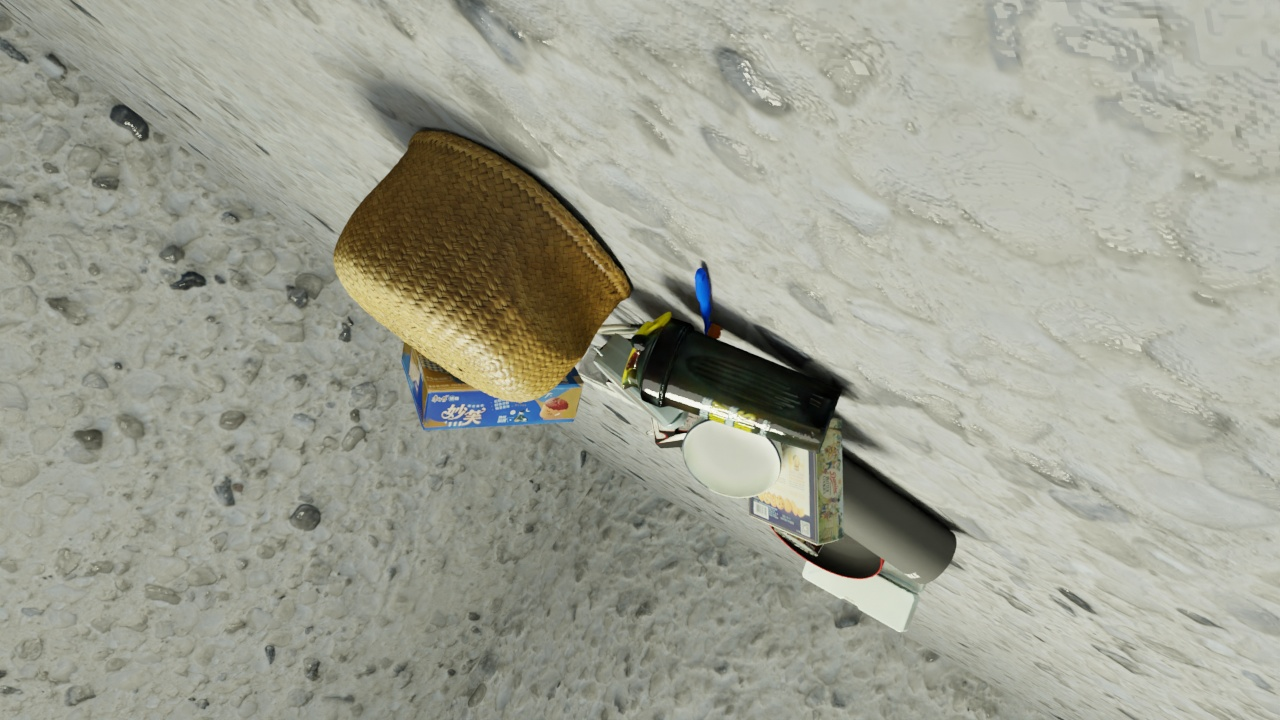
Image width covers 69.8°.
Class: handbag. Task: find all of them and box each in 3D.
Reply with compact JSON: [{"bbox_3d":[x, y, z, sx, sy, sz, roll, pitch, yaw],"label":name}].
[{"bbox_3d":[0.005,0.036,1.387,0.195,0.072,0.138,24,175,42],"label":"handbag"}]

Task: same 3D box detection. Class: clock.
[{"bbox_3d":[0.005,0.030,1.098,0.122,0.045,0.159,39,173,33],"label":"clock"},{"bbox_3d":[0.091,0.087,1.226,0.154,0.065,0.115,-7,164,-14],"label":"clock"}]

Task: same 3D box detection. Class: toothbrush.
[{"bbox_3d":[0.068,-0.054,0.921,0.018,0.016,0.182,25,168,14],"label":"toothbrush"}]

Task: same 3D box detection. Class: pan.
[{"bbox_3d":[0.251,0.201,1.385,0.209,0.067,0.356,6,135,47],"label":"pan"}]

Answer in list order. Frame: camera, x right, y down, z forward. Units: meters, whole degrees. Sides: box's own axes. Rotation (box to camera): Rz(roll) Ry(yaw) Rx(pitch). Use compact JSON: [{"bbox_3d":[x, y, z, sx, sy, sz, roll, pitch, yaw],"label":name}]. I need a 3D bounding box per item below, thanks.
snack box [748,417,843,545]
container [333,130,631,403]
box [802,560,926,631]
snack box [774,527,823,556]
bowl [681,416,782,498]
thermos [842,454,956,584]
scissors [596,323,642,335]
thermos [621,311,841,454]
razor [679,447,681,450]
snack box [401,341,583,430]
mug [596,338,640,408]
[{"bbox_3d":[0.182,0.131,1.097,0.042,0.145,0.144,-5,-172,-26],"label":"snack box"},{"bbox_3d":[-0.189,-0.094,1.036,0.307,0.196,0.307,34,169,7],"label":"container"},{"bbox_3d":[0.363,0.332,1.473,0.197,0.134,0.040,24,-176,42],"label":"box"},{"bbox_3d":[0.244,0.200,1.264,0.072,0.121,0.072,33,170,6],"label":"snack box"},{"bbox_3d":[0.113,0.098,1.084,0.118,0.062,0.118,11,126,15],"label":"bowl"},{"bbox_3d":[0.290,0.191,1.194,0.240,0.082,0.082,35,170,-8],"label":"thermos"},{"bbox_3d":[-0.078,-0.039,1.204,0.171,0.012,0.121,-3,175,11],"label":"scissors"},{"bbox_3d":[0.093,0.024,0.955,0.221,0.098,0.098,20,167,13],"label":"thermos"},{"bbox_3d":[0.115,0.142,1.559,0.054,0.067,0.151,29,178,43],"label":"razor"},{"bbox_3d":[-0.198,0.015,1.212,0.202,0.069,0.155,-1,-145,-26],"label":"snack box"},{"bbox_3d":[-0.007,0.007,1.247,0.106,0.082,0.073,33,170,3],"label":"mug"}]
